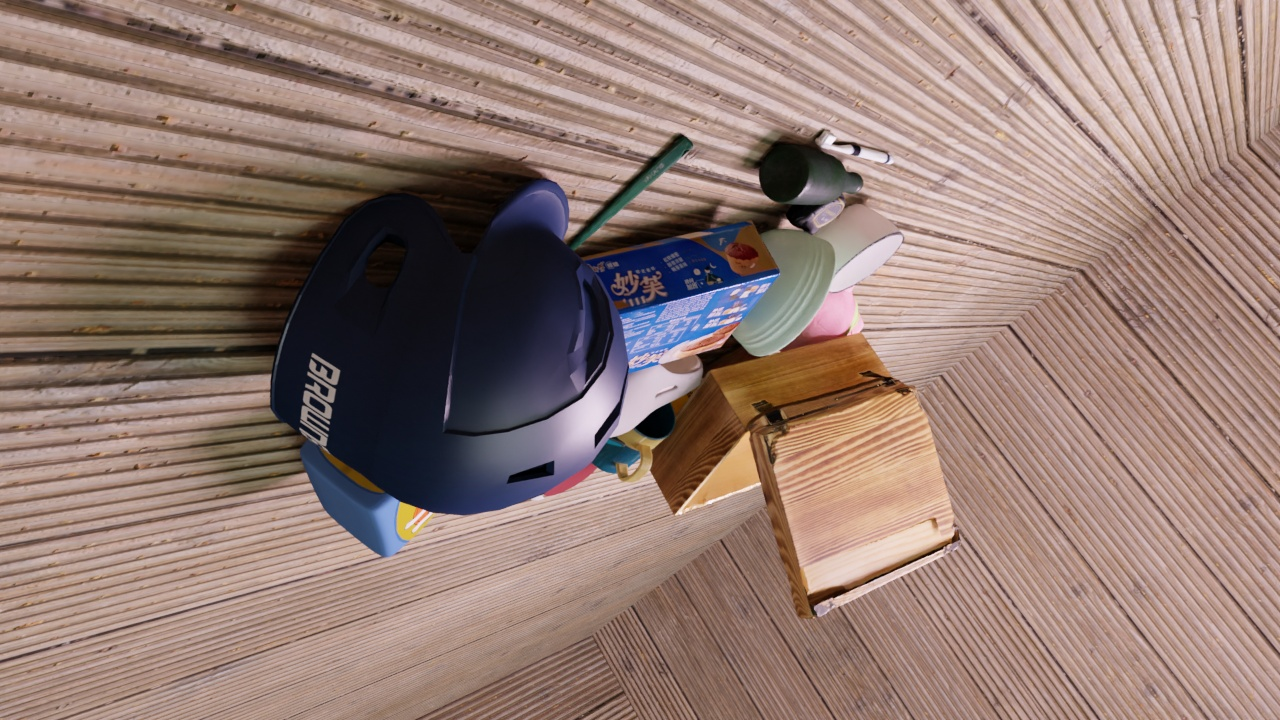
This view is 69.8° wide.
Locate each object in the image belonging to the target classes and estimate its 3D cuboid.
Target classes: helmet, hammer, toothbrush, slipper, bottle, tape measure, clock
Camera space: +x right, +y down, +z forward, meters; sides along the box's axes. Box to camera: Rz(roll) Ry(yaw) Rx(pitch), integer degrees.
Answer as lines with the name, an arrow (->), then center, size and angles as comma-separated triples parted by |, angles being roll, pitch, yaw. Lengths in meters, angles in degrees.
helmet -> -0.112, -0.012, 0.695 | 0.233, 0.223, 0.271 | 115, 0, -58
hammer -> 0.079, 0.033, 1.340 | 0.300, 0.037, 0.158 | -29, 161, -12
toothbrush -> 0.233, -0.225, 0.975 | 0.186, 0.012, 0.017 | -7, 145, -53
toothbrush -> -0.026, -0.124, 0.795 | 0.190, 0.017, 0.016 | -40, 161, 21
slipper -> -0.006, 0.006, 1.040 | 0.265, 0.113, 0.081 | -19, 140, -51
bottle -> 0.185, -0.184, 0.933 | 0.055, 0.055, 0.173 | -45, 160, 32
tape measure -> 0.194, -0.171, 1.015 | 0.061, 0.034, 0.061 | -37, 162, 20
clock -> -0.117, 0.153, 1.300 | 0.137, 0.048, 0.096 | -21, 159, -32

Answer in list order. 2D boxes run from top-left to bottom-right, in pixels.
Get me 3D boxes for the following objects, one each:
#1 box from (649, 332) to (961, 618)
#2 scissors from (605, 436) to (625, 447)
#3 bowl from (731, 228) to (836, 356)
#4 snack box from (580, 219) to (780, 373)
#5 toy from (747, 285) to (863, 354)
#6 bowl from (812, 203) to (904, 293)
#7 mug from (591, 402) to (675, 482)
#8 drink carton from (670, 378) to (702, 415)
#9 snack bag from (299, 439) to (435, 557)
box -> 0.234, 0.154, 1.191 | 0.278, 0.323, 0.285 | -12, 149, -32
scissors -> -0.063, 0.051, 1.085 | 0.124, 0.154, 0.019 | -54, -151, -10
bowl -> 0.138, -0.087, 1.015 | 0.077, 0.150, 0.151 | 32, 124, -21
snack box -> 0.015, -0.053, 0.922 | 0.202, 0.069, 0.155 | -16, 158, -27
toy -> 0.225, -0.066, 1.254 | 0.192, 0.096, 0.236 | -41, 149, 9
bowl -> 0.262, -0.144, 1.145 | 0.116, 0.065, 0.116 | -29, 161, -11
mug -> -0.016, 0.101, 1.174 | 0.083, 0.113, 0.108 | 14, 141, -32
drink carton -> 0.085, 0.057, 1.285 | 0.122, 0.040, 0.059 | -23, 156, -28
snack bag -> -0.211, 0.069, 0.879 | 0.204, 0.102, 0.159 | -49, 170, -27
